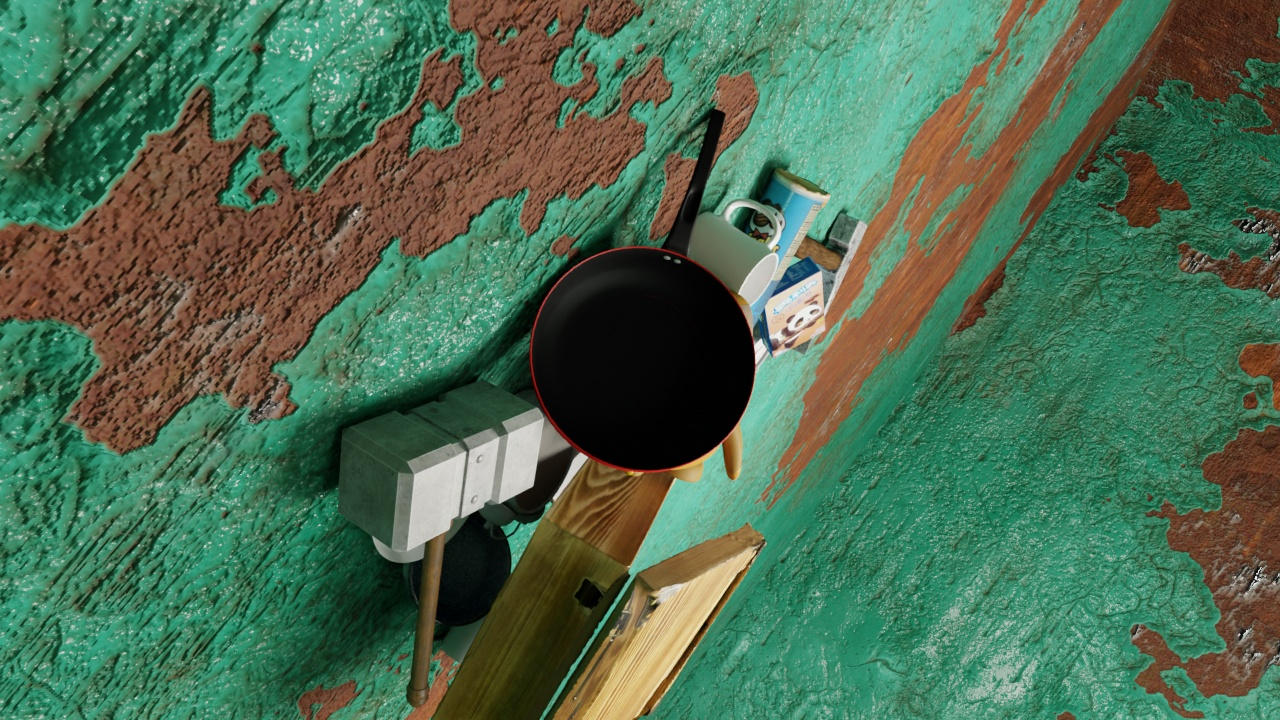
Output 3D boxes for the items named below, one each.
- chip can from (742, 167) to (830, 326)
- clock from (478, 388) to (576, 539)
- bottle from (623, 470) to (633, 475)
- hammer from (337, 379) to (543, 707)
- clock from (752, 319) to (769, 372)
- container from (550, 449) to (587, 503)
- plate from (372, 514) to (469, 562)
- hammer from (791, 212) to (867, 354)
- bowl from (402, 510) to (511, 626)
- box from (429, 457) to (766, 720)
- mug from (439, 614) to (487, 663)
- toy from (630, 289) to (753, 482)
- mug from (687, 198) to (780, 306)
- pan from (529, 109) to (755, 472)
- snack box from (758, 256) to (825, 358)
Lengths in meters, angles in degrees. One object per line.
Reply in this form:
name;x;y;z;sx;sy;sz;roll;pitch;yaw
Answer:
chip can;0.143;-0.118;1.118;0.079;0.080;0.230;-14;137;-58
clock;-0.115;0.105;0.925;0.122;0.045;0.159;16;92;-67
bottle;-0.041;0.048;0.898;0.051;0.146;0.051;-25;159;-10
hammer;-0.187;0.189;0.819;0.162;0.083;0.318;-23;131;-52
clock;0.165;-0.016;1.364;0.094;0.035;0.122;-56;157;9
container;-0.087;0.123;1.051;0.080;0.049;0.129;-48;158;-13
plate;-0.198;0.125;0.854;0.134;0.011;0.135;-36;139;-40
hammer;0.218;-0.120;1.285;0.300;0.037;0.218;5;111;-61
bowl;-0.194;0.206;0.930;0.114;0.061;0.114;3;86;-40
box;-0.040;0.273;0.935;0.280;0.215;0.256;-60;174;20
mug;-0.195;0.331;1.144;0.089;0.071;0.107;-58;-173;-11
toy;0.044;0.014;0.967;0.162;0.198;0.203;-55;170;-79
mug;0.103;-0.124;1.004;0.110;0.090;0.073;-54;158;2
pan;0.022;-0.069;0.863;0.067;0.209;0.355;133;-26;-74
snack box;0.204;-0.069;1.249;0.087;0.034;0.151;-28;149;-4
